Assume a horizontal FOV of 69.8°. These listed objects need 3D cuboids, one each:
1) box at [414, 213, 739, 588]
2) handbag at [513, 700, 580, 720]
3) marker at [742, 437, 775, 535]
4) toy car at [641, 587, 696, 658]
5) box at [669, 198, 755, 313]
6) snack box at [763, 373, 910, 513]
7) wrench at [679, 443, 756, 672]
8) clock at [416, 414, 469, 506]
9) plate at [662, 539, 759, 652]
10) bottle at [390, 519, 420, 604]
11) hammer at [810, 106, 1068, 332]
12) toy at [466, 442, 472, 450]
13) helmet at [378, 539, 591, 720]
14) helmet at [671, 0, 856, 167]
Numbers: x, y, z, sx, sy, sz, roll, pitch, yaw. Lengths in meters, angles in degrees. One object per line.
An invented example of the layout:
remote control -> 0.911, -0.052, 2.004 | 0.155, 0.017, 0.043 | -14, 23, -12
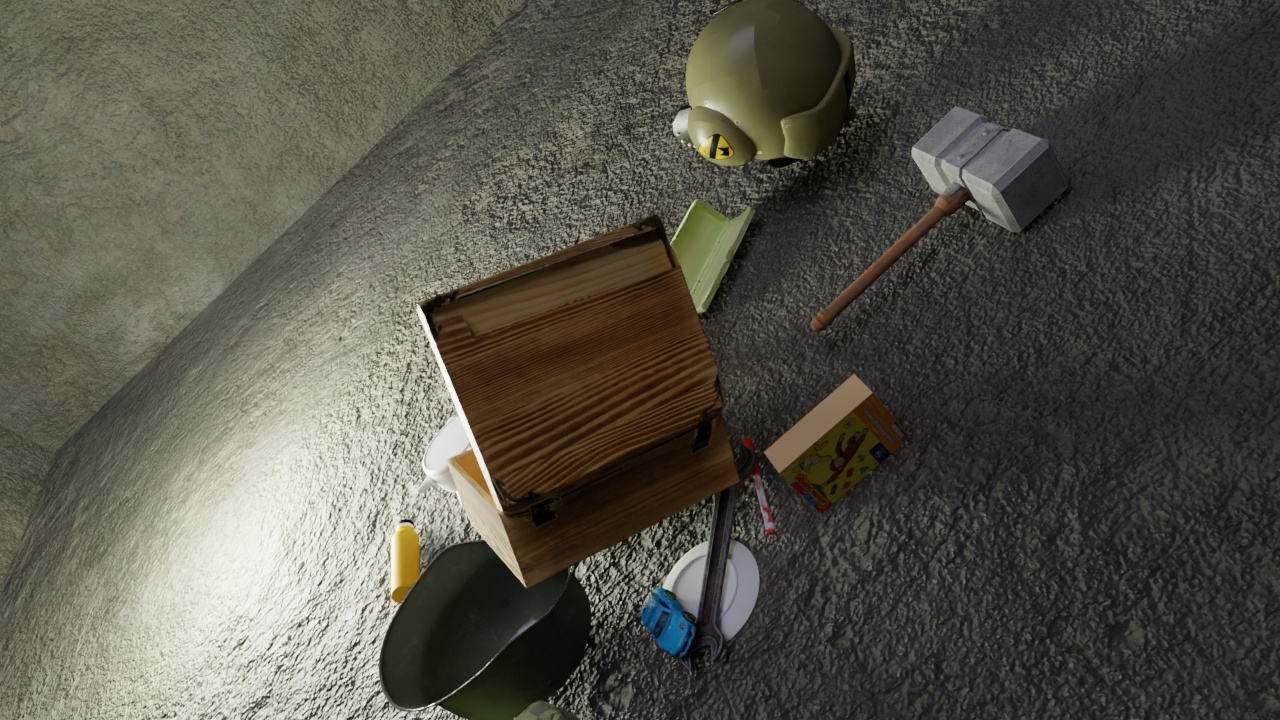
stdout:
box -> -0.080, 0.030, 1.021 | 0.278, 0.336, 0.287 | -22, 19, -21
handbag -> -0.104, 0.455, 0.937 | 0.117, 0.113, 0.186 | 10, 63, 42
marker -> 0.137, 0.144, 1.066 | 0.013, 0.013, 0.142 | -33, 38, 20
toy car -> 0.027, 0.283, 1.001 | 0.048, 0.032, 0.105 | -63, 23, 2
box -> 0.083, -0.157, 1.353 | 0.187, 0.082, 0.098 | -63, 12, -22
snack box -> 0.209, 0.089, 0.977 | 0.126, 0.088, 0.040 | -42, 35, 7
wrench -> 0.087, 0.213, 1.031 | 0.070, 0.010, 0.272 | -18, 45, 37
clock -> -0.277, 0.148, 1.459 | 0.126, 0.073, 0.160 | -20, 36, 33
plate -> 0.072, 0.258, 1.025 | 0.135, 0.011, 0.134 | -28, 40, 26
bottle -> -0.360, 0.304, 1.406 | 0.043, 0.043, 0.143 | -37, 36, 14
hammer -> 0.322, -0.146, 1.090 | 0.318, 0.083, 0.162 | -44, 35, 5
toy -> -0.172, 0.146, 1.284 | 0.158, 0.120, 0.197 | -55, 19, -14
helmet -> -0.153, 0.318, 1.078 | 0.267, 0.154, 0.227 | -46, 31, -5
helmet -> 0.185, -0.380, 1.292 | 0.233, 0.255, 0.249 | -2, 56, 49
